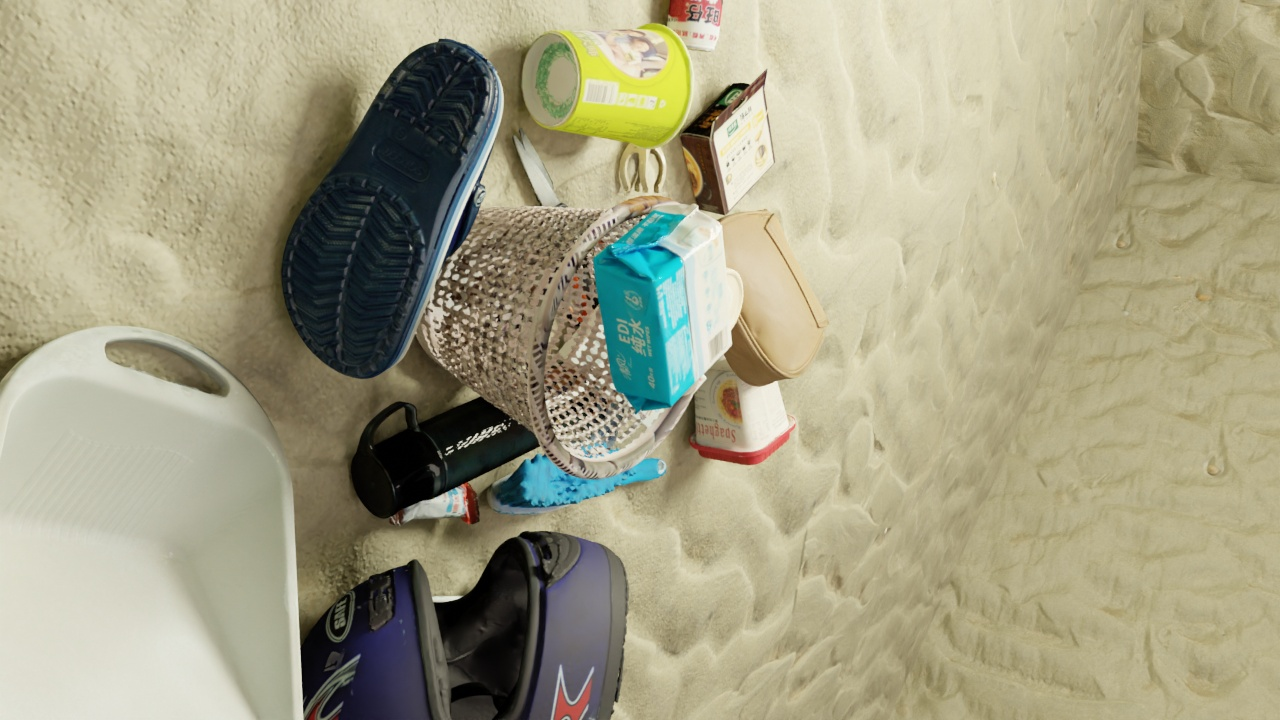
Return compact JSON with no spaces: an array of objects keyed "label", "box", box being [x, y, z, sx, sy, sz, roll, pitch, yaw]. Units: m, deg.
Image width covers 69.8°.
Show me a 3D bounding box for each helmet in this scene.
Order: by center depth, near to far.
[{"label":"helmet","box":[-0.166,0.280,0.751,0.240,0.247,0.315,15,97,-22]}]

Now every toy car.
[{"label":"toy car","box":[-0.037,0.051,1.007,0.048,0.031,0.105,-3,108,-55]}]

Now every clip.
[{"label":"clip","box":[0.004,-0.221,0.930,0.074,0.035,0.100,-10,109,-51]}]

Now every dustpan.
[{"label":"dustpan","box":[-0.289,0.110,0.546,0.143,0.257,0.222,-47,146,7]}]

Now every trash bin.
[{"label":"trash bin","box":[-0.076,-0.039,0.762,0.226,0.192,0.228,-28,128,-45]}]

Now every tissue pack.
[{"label":"tissue pack","box":[0.016,-0.037,0.664,0.089,0.063,0.140,-43,138,-37]}]

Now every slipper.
[{"label":"slipper","box":[-0.178,-0.112,0.682,0.095,0.105,0.253,-17,132,-83]}]

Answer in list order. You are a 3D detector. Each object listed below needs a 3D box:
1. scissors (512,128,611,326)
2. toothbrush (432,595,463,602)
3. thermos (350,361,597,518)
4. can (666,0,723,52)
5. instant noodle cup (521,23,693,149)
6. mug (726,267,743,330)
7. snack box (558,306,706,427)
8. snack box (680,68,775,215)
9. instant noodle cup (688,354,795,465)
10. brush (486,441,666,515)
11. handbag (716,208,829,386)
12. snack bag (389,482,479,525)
[{"label":"scissors","box":[-0.079,-0.116,0.874,0.235,0.022,0.139,34,79,-55]},{"label":"toothbrush","box":[-0.175,0.243,0.920,0.016,0.016,0.180,-60,147,4]},{"label":"thermos","box":[-0.143,0.057,0.830,0.241,0.068,0.090,-24,117,-47]},{"label":"can","box":[0.058,-0.377,0.910,0.053,0.053,0.133,-16,118,-50]},{"label":"instant noodle cup","box":[-0.035,-0.244,0.809,0.123,0.112,0.112,-11,115,-42]},{"label":"mug","box":[0.046,-0.058,1.002,0.081,0.106,0.115,-23,124,-47]},{"label":"snack box","box":[-0.006,0.006,0.969,0.084,0.027,0.157,-49,127,-1]},{"label":"snack box","box":[0.103,-0.248,1.035,0.113,0.053,0.126,-48,139,-29]},{"label":"instant noodle cup","box":[0.125,0.054,1.171,0.116,0.116,0.124,-30,118,-44]},{"label":"brush","box":[-0.041,0.123,1.001,0.313,0.110,0.060,-5,73,-48]},{"label":"handbag","box":[0.133,-0.075,1.088,0.147,0.100,0.204,-35,102,-35]},{"label":"snack bag","box":[-0.189,0.127,0.832,0.105,0.026,0.045,13,63,-53]}]
